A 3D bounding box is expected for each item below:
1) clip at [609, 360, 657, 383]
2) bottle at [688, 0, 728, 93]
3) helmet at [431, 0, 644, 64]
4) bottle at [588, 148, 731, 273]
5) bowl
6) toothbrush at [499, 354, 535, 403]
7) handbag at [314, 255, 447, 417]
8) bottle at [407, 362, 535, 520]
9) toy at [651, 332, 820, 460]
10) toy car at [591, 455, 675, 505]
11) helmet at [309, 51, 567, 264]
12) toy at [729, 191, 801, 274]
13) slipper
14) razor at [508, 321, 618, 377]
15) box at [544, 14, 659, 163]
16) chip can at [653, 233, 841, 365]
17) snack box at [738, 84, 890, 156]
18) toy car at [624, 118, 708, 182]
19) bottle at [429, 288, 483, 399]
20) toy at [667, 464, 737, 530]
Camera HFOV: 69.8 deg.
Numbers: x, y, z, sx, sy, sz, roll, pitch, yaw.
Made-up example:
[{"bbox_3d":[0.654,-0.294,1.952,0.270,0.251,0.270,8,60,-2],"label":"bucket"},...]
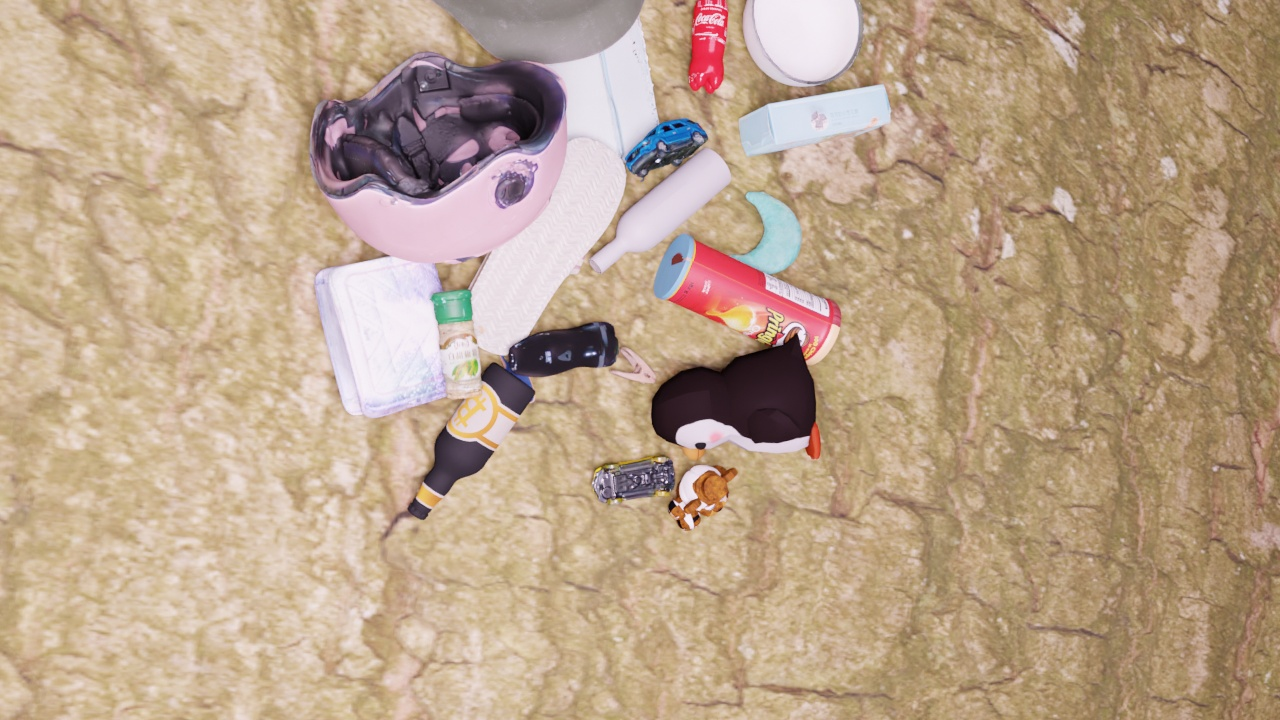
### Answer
[{"bbox_3d":[-0.008,0.016,1.074,0.060,0.026,0.049,-29,111,-26],"label":"clip"},{"bbox_3d":[0.082,-0.392,1.091,0.042,0.042,0.141,5,89,-22],"label":"bottle"},{"bbox_3d":[-0.123,-0.446,0.934,0.268,0.154,0.226,9,77,1],"label":"helmet"},{"bbox_3d":[0.019,-0.168,1.064,0.195,0.052,0.052,-42,105,-16],"label":"bottle"},{"bbox_3d":[0.188,-0.405,1.116,0.153,0.073,0.153,-1,91,-22],"label":"bowl"},{"bbox_3d":[-0.151,-0.012,1.019,0.021,0.017,0.135,-30,101,-13],"label":"toothbrush"},{"bbox_3d":[-0.258,-0.029,0.954,0.126,0.069,0.158,-18,98,-35],"label":"handbag"},{"bbox_3d":[-0.187,0.091,0.983,0.059,0.059,0.181,37,86,-18],"label":"bottle"},{"bbox_3d":[0.103,0.044,1.060,0.184,0.159,0.140,-5,104,-4],"label":"toy"},{"bbox_3d":[-0.007,0.139,1.071,0.106,0.030,0.049,-5,94,-24],"label":"toy car"},{"bbox_3d":[-0.182,-0.192,0.909,0.255,0.230,0.153,-35,139,-19],"label":"helmet"},{"bbox_3d":[0.157,-0.152,1.133,0.085,0.033,0.105,17,82,-7],"label":"toy"},{"bbox_3d":[-0.109,-0.125,1.013,0.115,0.052,0.262,36,81,-25],"label":"slipper"},{"bbox_3d":[-0.080,-0.009,1.011,0.140,0.064,0.053,-13,103,-43],"label":"razor"},{"bbox_3d":[-0.045,-0.321,1.044,0.136,0.044,0.197,-13,100,-22],"label":"box"},{"bbox_3d":[0.128,-0.071,1.092,0.213,0.087,0.087,22,83,-19],"label":"chip can"},{"bbox_3d":[0.214,-0.295,1.127,0.174,0.075,0.053,-16,96,-21],"label":"snack box"},{"bbox_3d":[0.027,-0.244,1.048,0.119,0.056,0.043,-33,88,-45],"label":"toy car"},{"bbox_3d":[-0.188,-0.017,0.944,0.043,0.043,0.111,-9,95,-21],"label":"bottle"},{"bbox_3d":[0.074,0.154,1.064,0.087,0.113,0.067,-38,92,-16],"label":"toy"}]
